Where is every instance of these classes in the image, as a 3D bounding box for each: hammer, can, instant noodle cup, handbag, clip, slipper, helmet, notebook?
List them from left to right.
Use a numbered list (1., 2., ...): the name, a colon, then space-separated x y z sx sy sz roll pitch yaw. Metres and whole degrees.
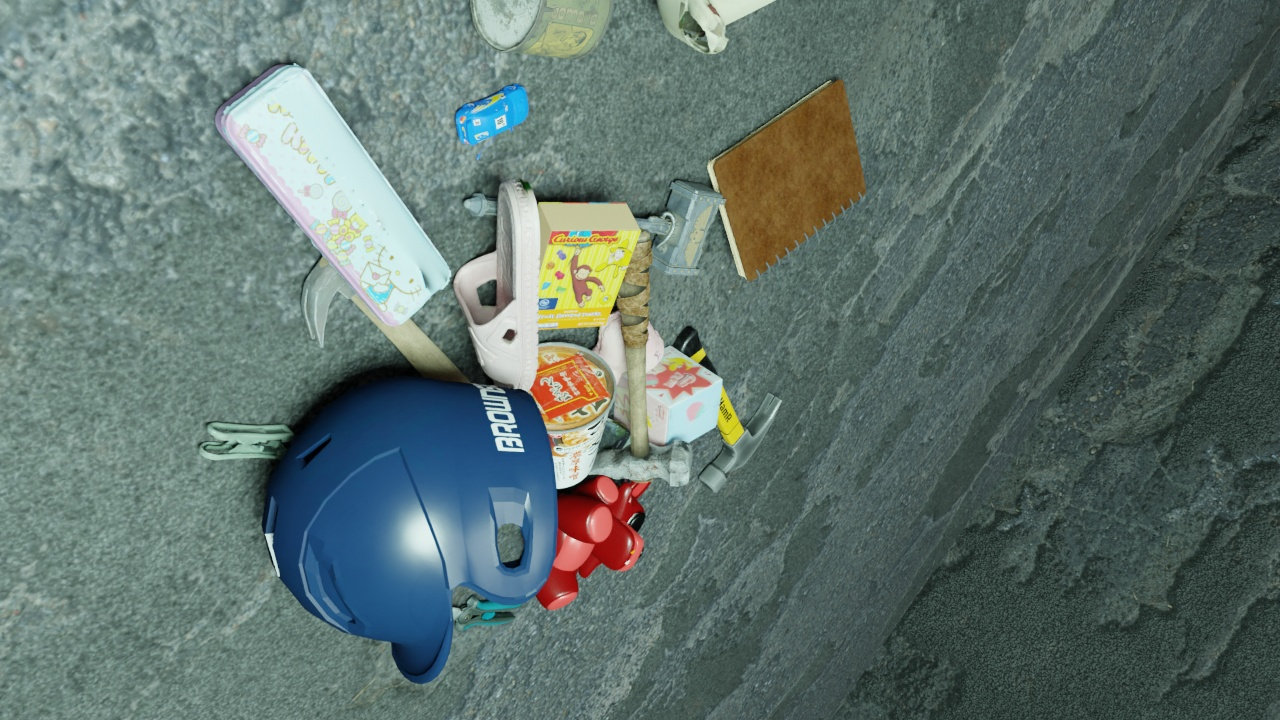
1. clip: -0.330 0.068 0.769 0.076 0.023 0.044 9 110 -55
2. helmet: -0.209 0.146 0.799 0.222 0.232 0.273 -2 111 -23
3. hammer: -0.202 -0.003 0.868 0.119 0.031 0.331 -46 147 -12
4. slipper: -0.133 -0.054 0.835 0.064 0.094 0.240 -8 137 -20
5. can: -0.077 -0.285 0.718 0.074 0.090 0.090 -12 127 -45
6. instant noodle cup: -0.090 0.067 0.978 0.123 0.123 0.122 -32 147 -30
7. hammer: -0.043 -0.142 0.924 0.321 0.044 0.099 -2 120 -46
8. hammer: -0.006 0.006 0.992 0.048 0.121 0.319 -74 165 -56
9. hammer: 0.109 0.053 1.275 0.169 0.034 0.325 -48 143 -13
10. handbag: 0.105 -0.378 0.795 0.229 0.184 0.132 -30 138 -6
11. notebook: 0.182 -0.214 1.105 0.225 0.024 0.167 -37 124 -24

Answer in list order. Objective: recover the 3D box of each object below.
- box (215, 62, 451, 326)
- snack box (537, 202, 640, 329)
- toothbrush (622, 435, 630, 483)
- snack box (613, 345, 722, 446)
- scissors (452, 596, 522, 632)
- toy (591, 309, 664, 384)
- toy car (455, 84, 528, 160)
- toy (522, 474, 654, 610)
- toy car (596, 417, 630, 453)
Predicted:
1. box: -0.224 -0.118 0.697 0.076 0.033 0.214 -44 133 -15
2. snack box: -0.064 -0.089 0.883 0.088 0.040 0.126 -4 140 -26
3. toothbrush: -0.017 0.132 1.199 0.022 0.015 0.155 -6 128 -10
4. snack box: 0.033 0.047 1.119 0.092 0.095 0.080 -25 135 -35
5. scissors: -0.202 0.316 1.129 0.136 0.019 0.138 -29 139 -33
6. toy: -0.025 -0.007 1.048 0.105 0.053 0.108 -42 146 7
7. toy car: -0.117 -0.196 0.768 0.091 0.062 0.033 -34 140 -28
8. toy: -0.054 0.212 1.142 0.196 0.120 0.158 -6 124 -57
9. toy car: -0.059 0.082 1.093 0.105 0.033 0.048 29 101 -42
